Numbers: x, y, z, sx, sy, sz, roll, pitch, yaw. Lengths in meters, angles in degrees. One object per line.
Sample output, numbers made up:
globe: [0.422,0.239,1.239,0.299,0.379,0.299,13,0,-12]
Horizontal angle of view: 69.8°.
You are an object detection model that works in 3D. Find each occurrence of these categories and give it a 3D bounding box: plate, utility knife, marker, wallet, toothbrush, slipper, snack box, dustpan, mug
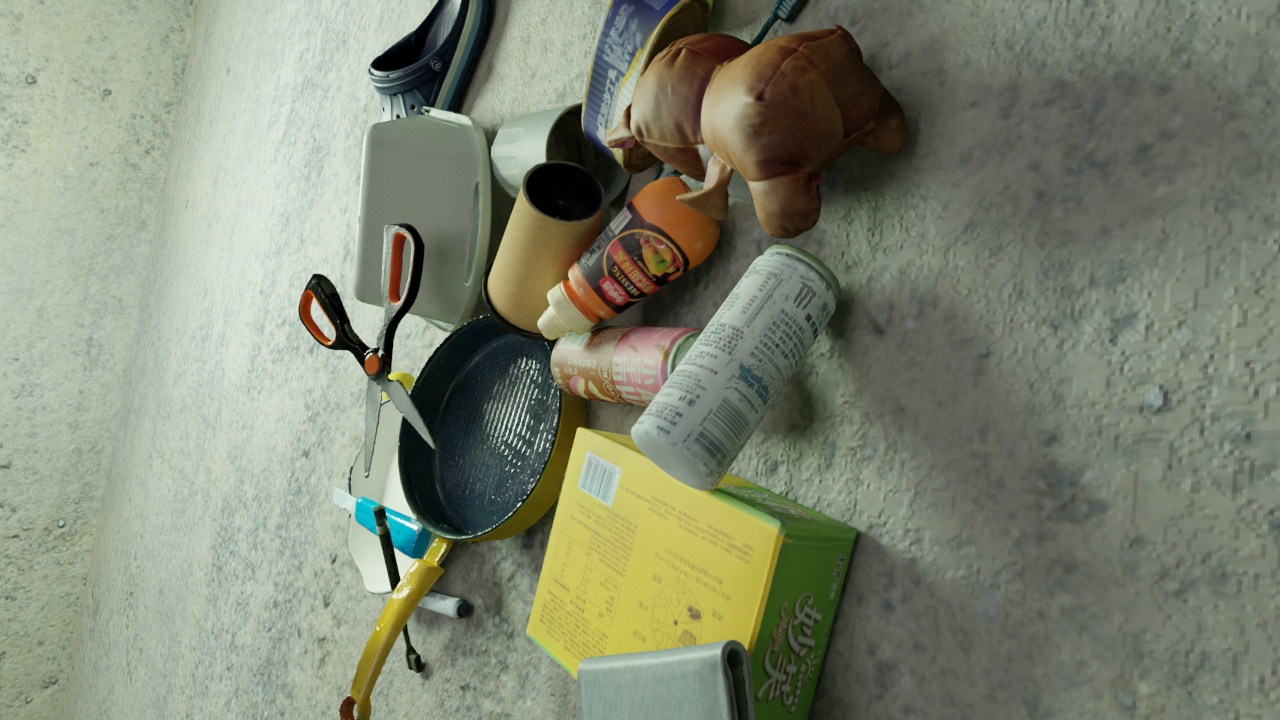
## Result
plate: [-0.238,0.133,0.934,0.205,0.045,0.204,-19,65,48]
utility knife: [-0.264,0.153,0.907,0.223,0.018,0.034,9,89,50]
marker: [-0.201,0.232,0.880,0.131,0.022,0.018,-7,118,52]
wallet: [0.010,0.211,0.494,0.130,0.037,0.106,-26,61,47]
toothbrush: [0.062,-0.192,0.671,0.192,0.016,0.018,-53,54,28]
slipper: [-0.257,-0.320,1.046,0.253,0.095,0.105,-55,40,21]
snack box: [0.021,0.145,0.584,0.210,0.070,0.157,18,95,52]
dustpan: [-0.193,-0.138,0.915,0.257,0.142,0.223,-72,-9,-78]
mug: [-0.066,-0.152,0.779,0.103,0.083,0.124,15,117,53]
toothbrush: [-0.226,0.217,0.857,0.017,0.012,0.186,20,124,45]

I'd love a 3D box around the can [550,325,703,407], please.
can: [-0.004,0.004,0.664,0.147,0.057,0.058,4,84,52]

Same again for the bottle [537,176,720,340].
bottle: [-0.015,-0.066,0.661,0.150,0.066,0.066,-39,49,13]

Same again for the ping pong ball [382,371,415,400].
ping pong ball: [-0.260,0.032,0.993,0.040,0.040,0.040,-18,66,48]

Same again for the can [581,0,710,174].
can: [0.002,-0.209,0.672,0.049,0.074,0.148,41,143,18]

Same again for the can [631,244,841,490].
can: [0.058,0.003,0.535,0.058,0.058,0.146,10,57,52]

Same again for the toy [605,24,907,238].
toy: [0.067,-0.152,0.580,0.140,0.130,0.200,-40,41,-16]

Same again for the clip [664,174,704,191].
clip: [0.036,-0.129,0.678,0.058,0.036,0.025,-12,108,46]

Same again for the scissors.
scissors: [-0.237,-0.016,0.818,0.232,0.021,0.221,26,101,31]

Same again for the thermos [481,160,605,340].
thermos: [-0.071,-0.083,0.714,0.144,0.093,0.093,114,147,-53]

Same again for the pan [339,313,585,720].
pan: [-0.162,0.128,0.764,0.198,0.078,0.357,8,79,41]

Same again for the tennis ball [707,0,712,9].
tennis ball: [0.023,-0.279,0.702,0.066,0.065,0.065,-18,66,48]
